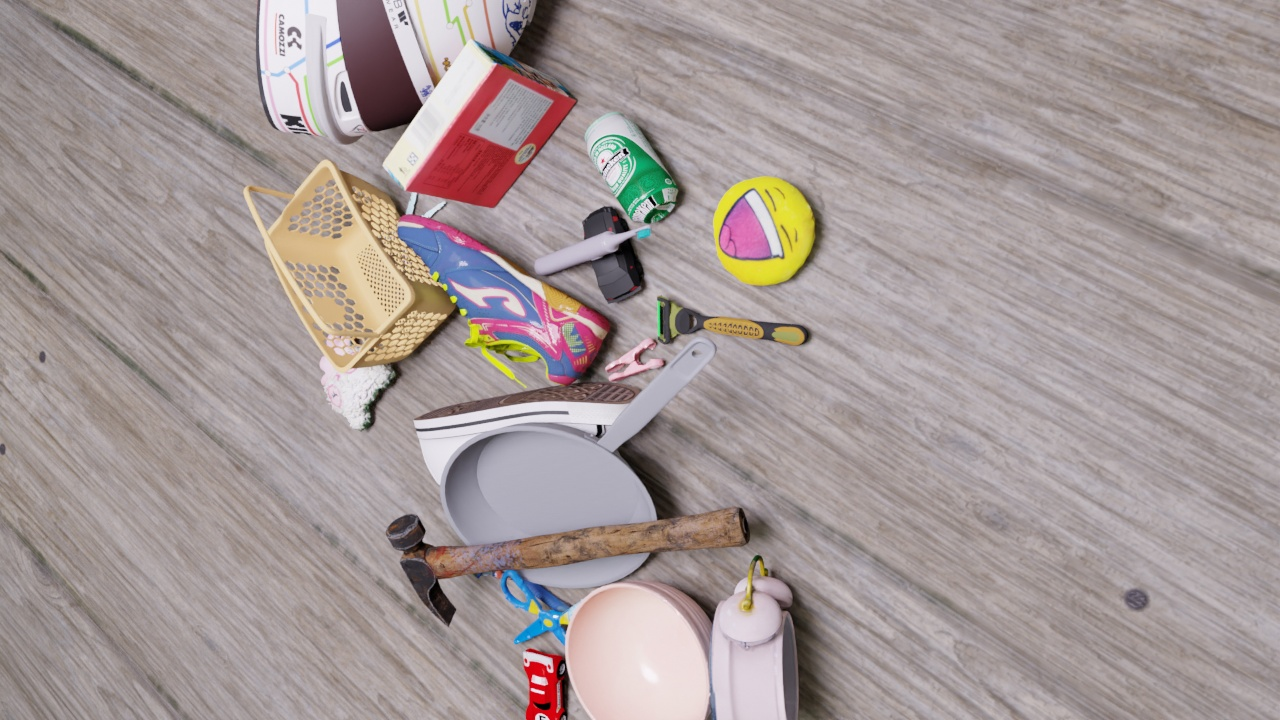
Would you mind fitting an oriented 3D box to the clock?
[{"bbox_3d":[0.096,0.241,0.761,0.059,0.116,0.158,-4,88,16],"label":"clock"}]

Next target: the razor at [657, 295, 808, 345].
[{"bbox_3d":[0.080,-0.029,0.819,0.144,0.021,0.044,9,112,27],"label":"razor"}]

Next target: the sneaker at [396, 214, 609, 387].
[{"bbox_3d":[-0.149,-0.058,0.879,0.242,0.116,0.091,31,94,17],"label":"sneaker"}]

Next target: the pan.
[{"bbox_3d":[-0.041,0.083,0.790,0.200,0.050,0.358,32,126,-12],"label":"pan"}]

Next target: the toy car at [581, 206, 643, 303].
[{"bbox_3d":[-0.030,-0.101,0.864,0.042,0.036,0.091,-23,80,25],"label":"toy car"}]

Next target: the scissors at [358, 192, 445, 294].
[{"bbox_3d":[-0.250,-0.129,0.989,0.129,0.014,0.118,-31,73,21],"label":"scissors"}]

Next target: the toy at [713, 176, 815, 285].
[{"bbox_3d":[0.106,-0.112,0.795,0.094,0.041,0.095,-25,82,28],"label":"toy"}]

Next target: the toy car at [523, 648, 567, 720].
[{"bbox_3d":[-0.094,0.325,0.898,0.038,0.025,0.089,5,101,26],"label":"toy car"}]

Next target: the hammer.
[{"bbox_3d":[-0.063,0.174,0.819,0.331,0.033,0.120,-11,119,19],"label":"hammer"}]

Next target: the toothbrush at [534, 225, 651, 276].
[{"bbox_3d":[-0.045,-0.101,0.832,0.188,0.018,0.019,-9,82,56],"label":"toothbrush"}]

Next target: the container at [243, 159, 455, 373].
[{"bbox_3d":[-0.297,-0.090,0.908,0.129,0.166,0.183,-41,72,20],"label":"container"}]

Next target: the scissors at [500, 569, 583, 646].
[{"bbox_3d":[-0.085,0.247,0.884,0.131,0.013,0.125,-26,103,34],"label":"scissors"}]

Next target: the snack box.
[{"bbox_3d":[-0.148,-0.215,0.863,0.040,0.144,0.143,47,109,16],"label":"snack box"}]

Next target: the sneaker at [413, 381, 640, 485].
[{"bbox_3d":[-0.107,0.083,0.880,0.246,0.091,0.097,-10,97,23],"label":"sneaker"}]

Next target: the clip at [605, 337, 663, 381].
[{"bbox_3d":[-0.007,-0.003,0.862,0.060,0.023,0.045,-2,84,25],"label":"clip"}]

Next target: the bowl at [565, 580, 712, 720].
[{"bbox_3d":[0.014,0.261,0.816,0.153,0.076,0.153,5,100,33],"label":"bowl"}]

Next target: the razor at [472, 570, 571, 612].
[{"bbox_3d":[-0.108,0.228,0.914,0.141,0.018,0.044,29,104,20],"label":"razor"}]

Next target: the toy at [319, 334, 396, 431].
[{"bbox_3d":[-0.323,0.015,1.011,0.109,0.041,0.096,41,108,27],"label":"toy"}]

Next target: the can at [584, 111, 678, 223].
[{"bbox_3d":[-0.008,-0.176,0.844,0.053,0.053,0.101,-37,75,21],"label":"can"}]

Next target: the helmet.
[{"bbox_3d":[-0.215,-0.357,0.849,0.236,0.231,0.314,1,86,-1],"label":"helmet"}]
